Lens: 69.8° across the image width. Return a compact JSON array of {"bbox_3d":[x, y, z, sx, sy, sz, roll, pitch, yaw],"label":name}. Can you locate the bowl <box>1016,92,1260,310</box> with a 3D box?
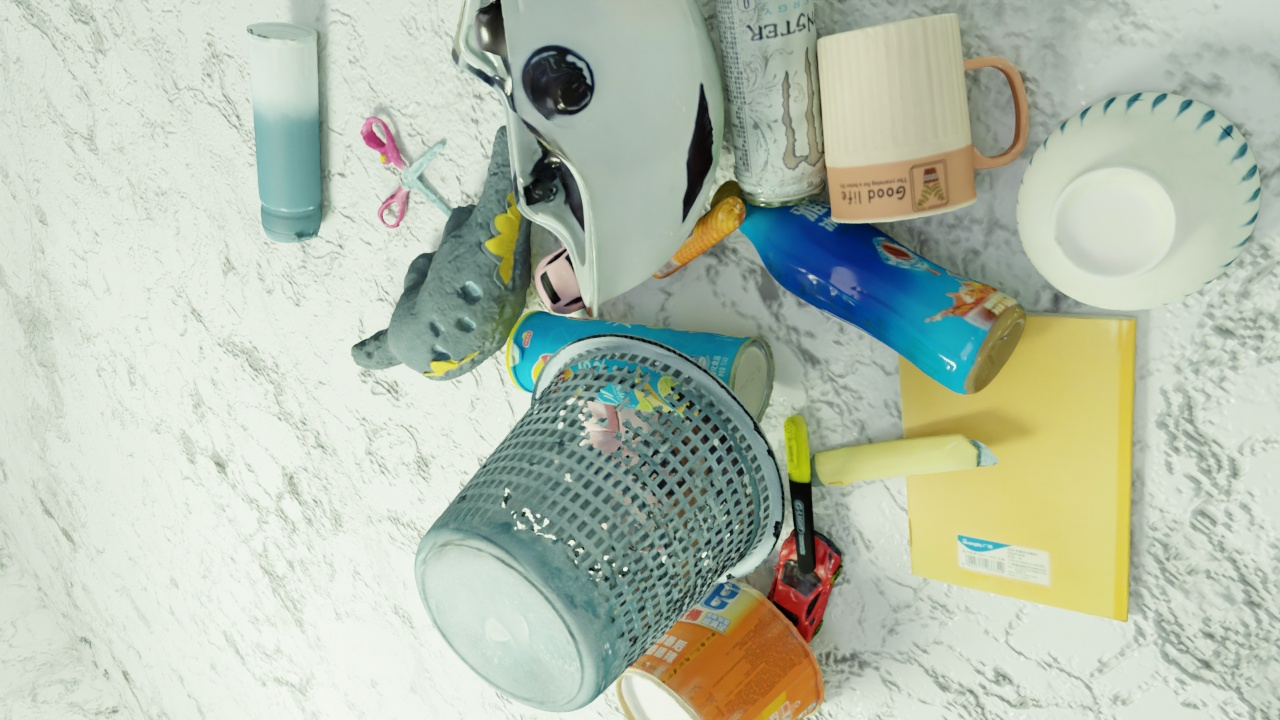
[{"bbox_3d":[0.255,-0.079,0.485,0.117,0.066,0.117,17,120,33],"label":"bowl"}]

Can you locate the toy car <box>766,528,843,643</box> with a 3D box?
[{"bbox_3d":[0.128,0.182,0.736,0.049,0.031,0.106,28,123,26],"label":"toy car"}]

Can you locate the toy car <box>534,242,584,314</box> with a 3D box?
[{"bbox_3d":[-0.044,-0.076,0.757,0.123,0.037,0.056,-25,94,42],"label":"toy car"}]

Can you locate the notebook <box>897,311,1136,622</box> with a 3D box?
[{"bbox_3d":[0.242,0.066,0.601,0.146,0.010,0.206,5,113,38],"label":"notebook"}]

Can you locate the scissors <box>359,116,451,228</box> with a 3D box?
[{"bbox_3d":[-0.226,-0.173,0.879,0.133,0.017,0.136,43,128,11],"label":"scissors"}]

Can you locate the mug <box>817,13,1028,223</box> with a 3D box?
[{"bbox_3d":[0.163,-0.142,0.532,0.115,0.081,0.106,-6,106,14],"label":"mug"}]

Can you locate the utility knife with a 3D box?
[{"bbox_3d":[0.175,0.072,0.642,0.163,0.018,0.031,-16,97,57],"label":"utility knife"}]

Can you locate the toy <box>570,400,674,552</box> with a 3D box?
[{"bbox_3d":[-0.015,0.093,0.798,0.121,0.054,0.159,4,101,38],"label":"toy"}]

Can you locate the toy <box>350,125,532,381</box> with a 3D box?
[{"bbox_3d":[-0.173,-0.058,0.837,0.358,0.091,0.138,-40,70,41],"label":"toy"}]

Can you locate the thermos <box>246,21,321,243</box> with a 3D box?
[{"bbox_3d":[-0.359,-0.225,0.931,0.070,0.070,0.221,29,126,27],"label":"thermos"}]

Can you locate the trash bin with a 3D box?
[{"bbox_3d":[-0.040,0.122,0.642,0.227,0.194,0.227,18,126,26],"label":"trash bin"}]

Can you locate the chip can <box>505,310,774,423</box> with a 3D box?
[{"bbox_3d":[-0.004,0.004,0.725,0.211,0.071,0.071,8,114,33],"label":"chip can"}]

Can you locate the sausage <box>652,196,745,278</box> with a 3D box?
[{"bbox_3d":[0.037,-0.085,0.655,0.021,0.021,0.165,62,159,-1],"label":"sausage"}]

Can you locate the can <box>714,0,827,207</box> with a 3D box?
[{"bbox_3d":[0.081,-0.173,0.564,0.058,0.058,0.147,11,126,36],"label":"can"}]

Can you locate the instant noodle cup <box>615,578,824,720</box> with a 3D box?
[{"bbox_3d":[0.059,0.268,0.756,0.151,0.111,0.152,32,140,31],"label":"instant noodle cup"}]

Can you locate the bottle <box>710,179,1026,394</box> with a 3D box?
[{"bbox_3d":[0.134,-0.059,0.591,0.219,0.065,0.065,36,129,29],"label":"bottle"}]

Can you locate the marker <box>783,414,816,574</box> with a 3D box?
[{"bbox_3d":[0.122,0.103,0.700,0.018,0.015,0.124,1,99,44],"label":"marker"}]

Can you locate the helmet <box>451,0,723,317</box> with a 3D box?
[{"bbox_3d":[-0.024,-0.173,0.602,0.258,0.145,0.229,65,172,5],"label":"helmet"}]
